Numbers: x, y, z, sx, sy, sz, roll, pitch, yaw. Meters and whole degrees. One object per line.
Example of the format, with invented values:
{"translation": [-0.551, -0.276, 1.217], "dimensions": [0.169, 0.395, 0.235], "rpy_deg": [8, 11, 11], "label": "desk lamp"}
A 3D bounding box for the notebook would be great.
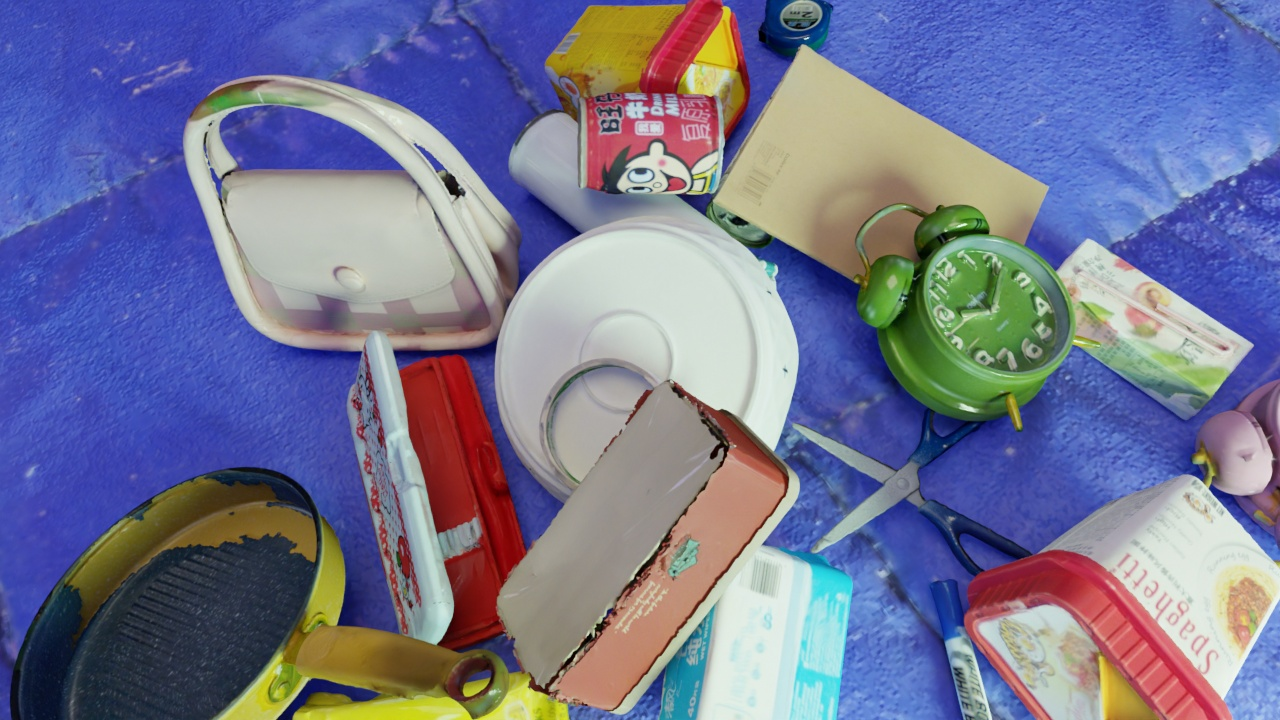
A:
{"translation": [0.174, -0.118, 0.652], "dimensions": [0.211, 0.012, 0.149], "rpy_deg": [29, 70, 0], "label": "notebook"}

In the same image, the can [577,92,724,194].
{"translation": [0.005, -0.146, 0.619], "dimensions": [0.094, 0.067, 0.066], "rpy_deg": [0, 62, -6], "label": "can"}

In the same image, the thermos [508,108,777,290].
{"translation": [0.000, -0.096, 0.668], "dimensions": [0.073, 0.073, 0.224], "rpy_deg": [-43, 67, -15], "label": "thermos"}

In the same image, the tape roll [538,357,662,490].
{"translation": [-0.020, 0.041, 0.559], "dimensions": [0.086, 0.014, 0.085], "rpy_deg": [-2, 83, 15], "label": "tape roll"}

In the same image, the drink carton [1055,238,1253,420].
{"translation": [0.325, -0.023, 0.601], "dimensions": [0.053, 0.045, 0.122], "rpy_deg": [-41, 66, -15], "label": "drink carton"}

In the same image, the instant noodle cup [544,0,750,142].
{"translation": [0.004, -0.215, 0.709], "dimensions": [0.124, 0.116, 0.115], "rpy_deg": [19, 65, 28], "label": "instant noodle cup"}

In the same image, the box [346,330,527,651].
{"translation": [-0.137, 0.077, 0.577], "dimensions": [0.095, 0.098, 0.201], "rpy_deg": [-20, 63, -3], "label": "box"}

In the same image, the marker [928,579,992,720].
{"translation": [0.190, 0.198, 0.521], "dimensions": [0.017, 0.017, 0.145], "rpy_deg": [-8, 62, 3], "label": "marker"}

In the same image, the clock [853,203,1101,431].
{"translation": [0.206, -0.036, 0.592], "dimensions": [0.116, 0.056, 0.161], "rpy_deg": [-39, 78, -23], "label": "clock"}

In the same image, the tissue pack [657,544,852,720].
{"translation": [0.063, 0.165, 0.515], "dimensions": [0.090, 0.063, 0.139], "rpy_deg": [22, 64, -20], "label": "tissue pack"}

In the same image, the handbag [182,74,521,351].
{"translation": [-0.192, -0.098, 0.595], "dimensions": [0.193, 0.234, 0.093], "rpy_deg": [1, 61, 7], "label": "handbag"}

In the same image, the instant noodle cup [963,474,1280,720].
{"translation": [0.262, 0.132, 0.492], "dimensions": [0.124, 0.117, 0.116], "rpy_deg": [-34, 78, -23], "label": "instant noodle cup"}

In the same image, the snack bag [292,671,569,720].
{"translation": [-0.099, 0.287, 0.481], "dimensions": [0.158, 0.068, 0.246], "rpy_deg": [-10, 61, 0], "label": "snack bag"}

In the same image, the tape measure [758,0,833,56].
{"translation": [0.130, -0.280, 0.769], "dimensions": [0.058, 0.025, 0.054], "rpy_deg": [7, 66, 15], "label": "tape measure"}

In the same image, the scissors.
{"translation": [0.175, 0.080, 0.569], "dimensions": [0.173, 0.012, 0.162], "rpy_deg": [-33, 71, -25], "label": "scissors"}

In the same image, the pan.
{"translation": [-0.208, 0.150, 0.503], "dimensions": [0.358, 0.078, 0.197], "rpy_deg": [6, 51, 27], "label": "pan"}

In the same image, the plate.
{"translation": [-0.003, 0.003, 0.590], "dimensions": [0.205, 0.045, 0.204], "rpy_deg": [-2, 82, 15], "label": "plate"}

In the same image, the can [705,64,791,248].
{"translation": [0.106, -0.156, 0.689], "dimensions": [0.058, 0.058, 0.146], "rpy_deg": [24, 68, 18], "label": "can"}

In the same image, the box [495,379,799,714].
{"translation": [-0.006, 0.096, 0.494], "dimensions": [0.168, 0.077, 0.091], "rpy_deg": [-53, 36, 8], "label": "box"}

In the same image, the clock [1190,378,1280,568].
{"translation": [0.402, 0.063, 0.540], "dimensions": [0.158, 0.060, 0.117], "rpy_deg": [-30, 63, -7], "label": "clock"}
